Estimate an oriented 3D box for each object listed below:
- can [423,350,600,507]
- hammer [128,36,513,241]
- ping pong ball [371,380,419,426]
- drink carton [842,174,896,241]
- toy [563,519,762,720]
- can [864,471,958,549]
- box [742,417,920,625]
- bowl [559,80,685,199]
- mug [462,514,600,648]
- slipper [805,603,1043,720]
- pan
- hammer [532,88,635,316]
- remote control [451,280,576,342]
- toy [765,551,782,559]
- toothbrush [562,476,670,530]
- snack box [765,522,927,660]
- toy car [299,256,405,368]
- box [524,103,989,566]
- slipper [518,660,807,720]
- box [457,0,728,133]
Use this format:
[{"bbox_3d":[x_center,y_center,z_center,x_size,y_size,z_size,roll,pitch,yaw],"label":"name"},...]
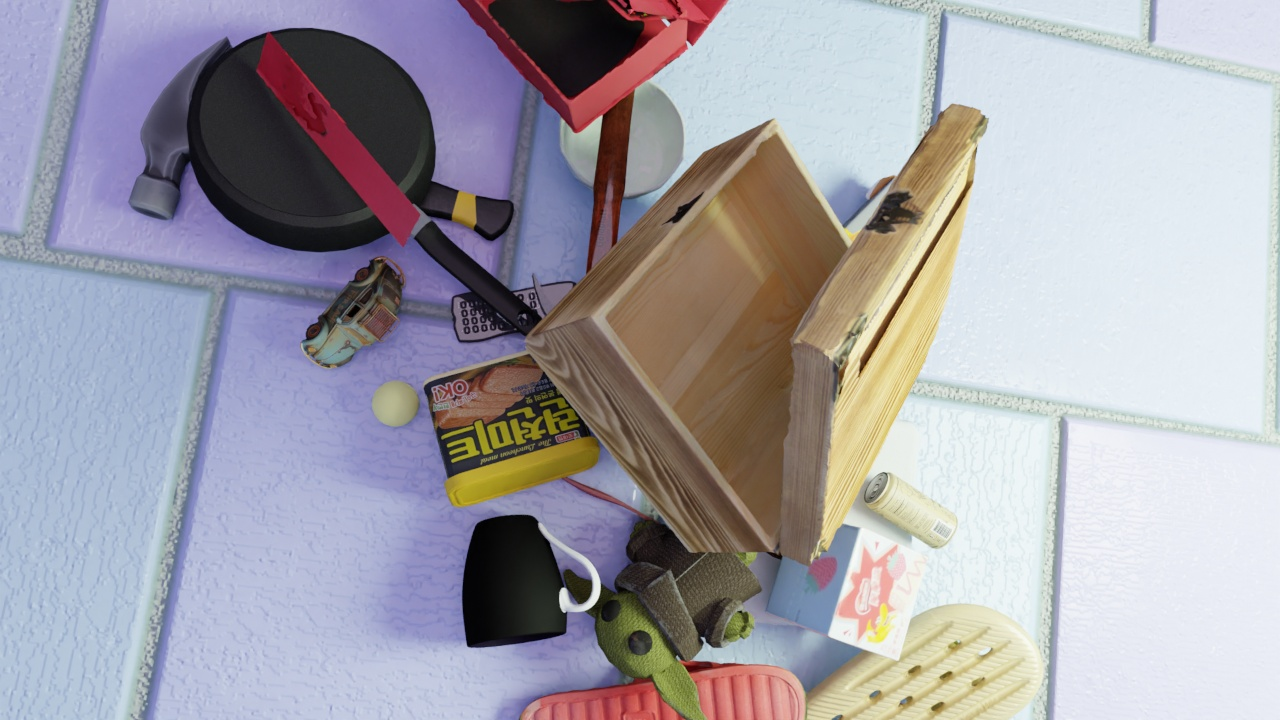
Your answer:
[{"bbox_3d":[-0.112,0.055,0.789,0.130,0.073,0.101,-16,71,-11],"label":"can"},{"bbox_3d":[-0.274,-0.173,0.825,0.324,0.034,0.169,15,79,-8],"label":"hammer"},{"bbox_3d":[-0.213,0.038,0.799,0.040,0.040,0.040,1,82,-9],"label":"ping pong ball"},{"bbox_3d":[0.219,-0.110,0.883,0.124,0.048,0.076,-44,91,-12],"label":"drink carton"},{"bbox_3d":[0.029,0.197,0.772,0.152,0.078,0.179,-42,56,-12],"label":"toy"},{"bbox_3d":[0.247,0.136,0.839,0.079,0.038,0.038,33,79,-9],"label":"can"},{"bbox_3d":[0.166,0.144,0.851,0.190,0.038,0.209,11,82,-5],"label":"box"},{"bbox_3d":[-0.020,-0.200,0.850,0.117,0.061,0.117,1,83,-9],"label":"bowl"},{"bbox_3d":[-0.093,0.181,0.772,0.119,0.085,0.100,-13,70,13],"label":"mug"},{"bbox_3d":[0.223,0.300,0.819,0.261,0.079,0.111,-34,86,7],"label":"slipper"},{"bbox_3d":[-0.220,-0.145,0.787,0.355,0.044,0.203,40,67,-1],"label":"pan"},{"bbox_3d":[-0.027,-0.157,0.794,0.111,0.028,0.300,6,80,-3],"label":"hammer"},{"bbox_3d":[-0.110,-0.046,0.842,0.124,0.009,0.046,-8,84,-10],"label":"remote control"},{"bbox_3d":[0.128,0.129,0.819,0.103,0.071,0.090,47,66,-21],"label":"toy"},{"bbox_3d":[-0.046,0.119,0.829,0.184,0.015,0.015,30,82,-3],"label":"toothbrush"},{"bbox_3d":[0.176,0.191,0.780,0.094,0.080,0.093,27,77,-31],"label":"snack box"},{"bbox_3d":[-0.240,-0.037,0.794,0.047,0.047,0.111,30,77,36],"label":"toy car"},{"bbox_3d":[0.136,-0.017,0.691,0.269,0.265,0.278,54,52,-20],"label":"box"},{"bbox_3d":[0.020,0.313,0.792,0.249,0.059,0.103,-10,85,5],"label":"slipper"},{"bbox_3d":[0.039,-0.419,0.732,0.468,0.138,0.214,-42,78,14],"label":"box"}]
